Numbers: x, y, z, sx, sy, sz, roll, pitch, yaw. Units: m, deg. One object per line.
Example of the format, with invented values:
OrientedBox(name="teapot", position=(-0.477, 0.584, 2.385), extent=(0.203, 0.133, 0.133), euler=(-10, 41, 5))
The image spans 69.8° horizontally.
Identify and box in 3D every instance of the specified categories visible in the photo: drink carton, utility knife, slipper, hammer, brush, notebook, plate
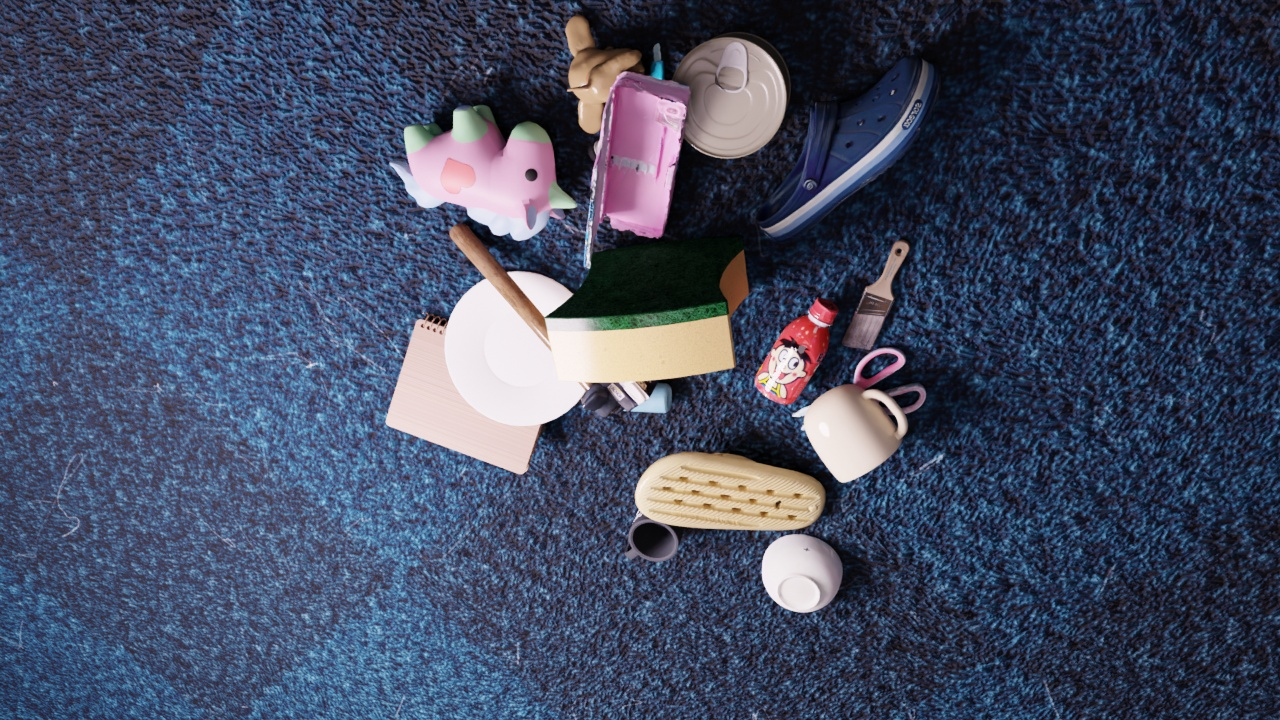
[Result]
OrientedBox(name="drink carton", position=(-0.007, 0.007, 1.165), extent=(0.040, 0.129, 0.064), euler=(-38, 100, 28))
OrientedBox(name="utility knife", position=(0.022, -0.305, 1.071), extent=(0.022, 0.015, 0.124), euler=(14, 119, 29))
OrientedBox(name="slipper", position=(0.212, -0.232, 1.002), extent=(0.095, 0.104, 0.253), euler=(38, 121, -13))
OrientedBox(name="hammer", position=(-0.138, -0.055, 1.176), extent=(0.040, 0.129, 0.321), euler=(-43, 81, 9))
OrientedBox(name="brush", position=(0.288, -0.078, 1.111), extent=(0.039, 0.012, 0.151), euler=(20, 118, 5))
OrientedBox(name="slipper", position=(0.121, 0.168, 1.244), extent=(0.261, 0.079, 0.111), euler=(8, 116, -10))
OrientedBox(name="notebook", position=(-0.232, 0.044, 1.275), extent=(0.210, 0.022, 0.169), euler=(19, 96, 6))
OrientedBox(name="plate", position=(-0.161, -0.016, 1.237), extent=(0.209, 0.015, 0.208), euler=(1, 98, 7))
OrientedBox(name="brush", position=(0.017, -0.064, 1.056), extent=(0.195, 0.249, 0.075), euler=(-5, 114, 13))

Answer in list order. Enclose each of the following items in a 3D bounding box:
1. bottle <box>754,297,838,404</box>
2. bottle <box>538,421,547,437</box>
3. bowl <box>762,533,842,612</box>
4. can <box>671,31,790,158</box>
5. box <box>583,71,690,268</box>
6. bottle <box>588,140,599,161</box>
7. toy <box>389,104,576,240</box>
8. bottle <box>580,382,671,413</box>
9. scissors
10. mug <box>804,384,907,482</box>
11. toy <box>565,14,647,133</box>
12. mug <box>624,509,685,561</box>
OrientedBox(name="bottle", position=(0.198, -0.015, 1.138), extent=(0.062, 0.061, 0.138), euler=(27, 120, 1))
OrientedBox(name="bottle", position=(-0.187, 0.077, 1.302), extent=(0.110, 0.036, 0.036), euler=(19, 119, 6))
OrientedBox(name="bowl", position=(0.224, 0.308, 1.287), extent=(0.113, 0.063, 0.113), euler=(7, 117, 13))
OrientedBox(name="can", position=(0.102, -0.296, 1.020), extent=(0.128, 0.073, 0.128), euler=(6, 117, 12))
OrientedBox(name="box", position=(-0.007, -0.196, 1.024), extent=(0.086, 0.105, 0.231), euler=(13, 149, 1))
OrientedBox(name="bottle", position=(-0.013, -0.261, 1.079), extent=(0.116, 0.041, 0.041), euler=(-13, 112, 39))
OrientedBox(name="toy", position=(-0.197, -0.222, 1.124), extent=(0.222, 0.120, 0.171), euler=(-13, 101, 20))
OrientedBox(name="bottle", position=(-0.024, 0.048, 1.242), extent=(0.130, 0.040, 0.040), euler=(2, 116, 14))
OrientedBox(name="scissors", position=(0.281, 0.061, 1.179), extent=(0.179, 0.016, 0.105), euler=(-38, 101, 27))
OrientedBox(name="mug", position=(0.264, 0.077, 1.130), extent=(0.120, 0.096, 0.100), euler=(-37, 90, 35))
OrientedBox(name="toy", position=(-0.039, -0.319, 1.035), extent=(0.105, 0.108, 0.134), euler=(-12, 114, -9))
OrientedBox(name="mug", position=(0.016, 0.243, 1.304), extent=(0.071, 0.077, 0.105), euler=(42, 118, -7))
